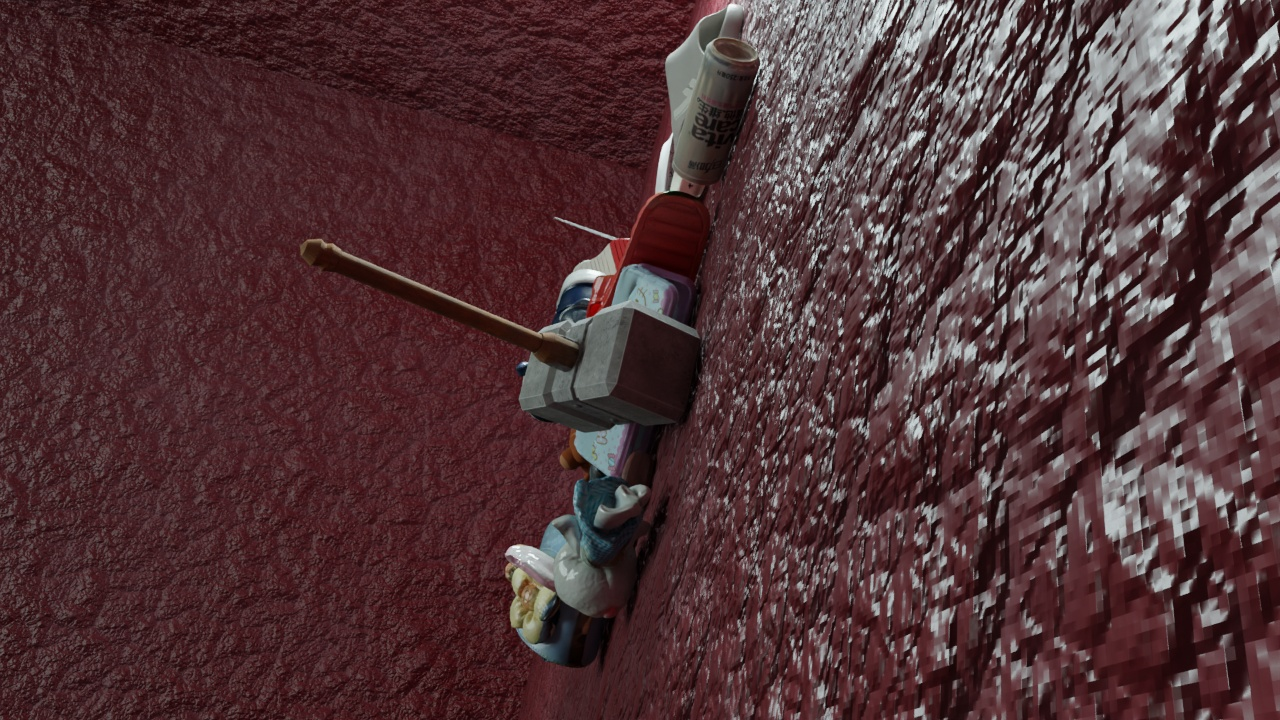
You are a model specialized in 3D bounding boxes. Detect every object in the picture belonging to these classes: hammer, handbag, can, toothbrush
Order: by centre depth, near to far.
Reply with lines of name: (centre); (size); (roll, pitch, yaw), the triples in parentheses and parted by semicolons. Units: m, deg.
hammer: (-0.123, -0.030, 0.755); (0.163, 0.317, 0.082); (-12, 60, 54)
can: (0.073, -0.242, 0.898); (0.054, 0.054, 0.136); (-80, 6, -46)
handbag: (-0.010, 0.143, 0.929); (0.120, 0.029, 0.055); (101, -176, -54)
handbag: (-0.088, 0.240, 0.990); (0.192, 0.118, 0.122); (-127, 51, -78)
toothbrush: (-0.042, -0.188, 1.380); (0.010, 0.181, 0.010); (133, 154, -71)

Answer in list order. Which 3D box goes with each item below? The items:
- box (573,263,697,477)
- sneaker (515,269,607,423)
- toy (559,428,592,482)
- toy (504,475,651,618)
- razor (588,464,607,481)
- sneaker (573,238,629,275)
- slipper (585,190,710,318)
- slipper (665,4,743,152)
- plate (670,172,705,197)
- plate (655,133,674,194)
box: (-0.010, 0.010, 0.918); (0.065, 0.078, 0.214); (-21, -49, -58)
sneaker: (-0.105, 0.018, 1.202); (0.295, 0.120, 0.127); (117, 167, -51)
toy: (-0.047, 0.117, 1.121); (0.065, 0.095, 0.128); (50, 168, 41)
toy: (-0.029, 0.169, 0.808); (0.105, 0.130, 0.206); (69, 152, 22)
razor: (-0.041, 0.170, 1.077); (0.063, 0.053, 0.141); (-93, 14, -54)
sneaker: (0.004, -0.114, 1.207); (0.237, 0.104, 0.090); (-15, 91, 63)
slipper: (-0.001, -0.063, 0.962); (0.059, 0.103, 0.249); (-118, 47, -63)
slipper: (0.065, -0.365, 1.241); (0.266, 0.080, 0.112); (111, 175, -60)
plate: (0.071, -0.260, 1.120); (0.182, 0.034, 0.182); (-169, 93, -86)
plate: (0.039, -0.265, 1.401); (0.188, 0.016, 0.188); (9, -92, -84)
